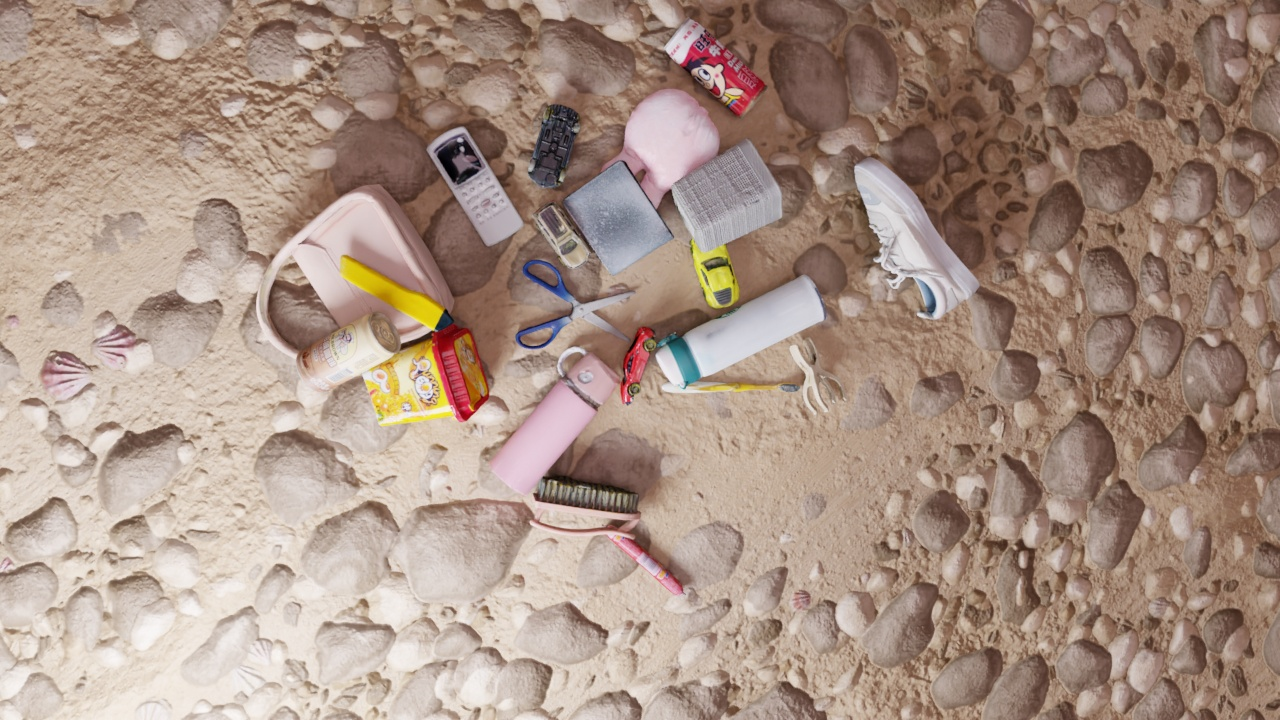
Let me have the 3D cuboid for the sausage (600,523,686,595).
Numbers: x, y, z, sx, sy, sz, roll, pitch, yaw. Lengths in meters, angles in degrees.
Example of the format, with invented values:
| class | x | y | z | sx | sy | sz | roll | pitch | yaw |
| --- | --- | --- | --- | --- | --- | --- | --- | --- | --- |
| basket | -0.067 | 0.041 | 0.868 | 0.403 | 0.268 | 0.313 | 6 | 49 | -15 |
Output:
| class | x | y | z | sx | sy | sz | roll | pitch | yaw |
| --- | --- | --- | --- | --- | --- | --- | --- | --- | --- |
| sausage | 0.005 | 0.271 | 1.251 | 0.156 | 0.020 | 0.020 | 43 | 90 | -9 |

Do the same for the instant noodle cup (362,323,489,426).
| class | x | y | z | sx | sy | sz | roll | pitch | yaw |
| --- | --- | --- | --- | --- | --- | --- | --- | --- | --- |
| instant noodle cup | -0.268 | 0.025 | 1.146 | 0.124 | 0.116 | 0.116 | -15 | 99 | 7 |

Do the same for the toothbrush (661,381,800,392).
| class | x | y | z | sx | sy | sz | roll | pitch | yaw |
| --- | --- | --- | --- | --- | --- | --- | --- | --- | --- |
| toothbrush | 0.123 | 0.037 | 1.236 | 0.191 | 0.018 | 0.016 | 1 | 95 | -8 |

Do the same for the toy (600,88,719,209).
| class | x | y | z | sx | sy | sz | roll | pitch | yaw |
| --- | --- | --- | --- | --- | --- | --- | --- | --- | --- |
| toy | 0.023 | -0.264 | 1.169 | 0.121 | 0.054 | 0.160 | 43 | 102 | -10 |

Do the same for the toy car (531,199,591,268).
| class | x | y | z | sx | sy | sz | roll | pitch | yaw |
| --- | --- | --- | --- | --- | --- | --- | --- | --- | --- |
| toy car | -0.100 | -0.159 | 1.176 | 0.042 | 0.035 | 0.090 | -35 | 102 | -1 |

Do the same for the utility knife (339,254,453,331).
| class | x | y | z | sx | sy | sz | roll | pitch | yaw |
| --- | --- | --- | --- | --- | --- | --- | --- | --- | --- |
| utility knife | -0.290 | -0.080 | 1.088 | 0.154 | 0.015 | 0.033 | 31 | 100 | -3 |

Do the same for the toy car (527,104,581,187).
| class | x | y | z | sx | sy | sz | roll | pitch | yaw |
| --- | --- | --- | --- | --- | --- | --- | --- | --- | --- |
| toy car | -0.110 | -0.270 | 1.162 | 0.049 | 0.031 | 0.105 | 17 | 93 | -8 |

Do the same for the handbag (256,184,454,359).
| class | x | y | z | sx | sy | sz | roll | pitch | yaw |
| --- | --- | --- | --- | --- | --- | --- | --- | --- | --- |
| handbag | -0.369 | -0.087 | 1.137 | 0.234 | 0.093 | 0.193 | -29 | 100 | 6 |

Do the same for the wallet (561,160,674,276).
| class | x | y | z | sx | sy | sz | roll | pitch | yaw |
| --- | --- | --- | --- | --- | --- | --- | --- | --- | --- |
| wallet | -0.029 | -0.182 | 1.173 | 0.097 | 0.019 | 0.121 | -31 | 104 | 15 |

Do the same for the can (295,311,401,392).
| class | x | y | z | sx | sy | sz | roll | pitch | yaw |
| --- | --- | --- | --- | --- | --- | --- | --- | --- | --- |
| can | -0.348 | -0.009 | 1.092 | 0.116 | 0.058 | 0.058 | -26 | 100 | 17 |

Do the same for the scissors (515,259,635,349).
| class | x | y | z | sx | sy | sz | roll | pitch | yaw |
| --- | --- | --- | --- | --- | --- | --- | --- | --- | --- |
| scissors | -0.092 | -0.067 | 1.200 | 0.162 | 0.012 | 0.175 | -40 | 101 | -2 |

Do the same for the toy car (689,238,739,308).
| class | x | y | z | sx | sy | sz | roll | pitch | yaw |
| --- | --- | --- | --- | --- | --- | --- | --- | --- | --- |
| toy car | 0.099 | -0.120 | 1.207 | 0.048 | 0.032 | 0.105 | -18 | 97 | -4 |

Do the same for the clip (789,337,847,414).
| class | x | y | z | sx | sy | sz | roll | pitch | yaw |
| --- | --- | --- | --- | --- | --- | --- | --- | --- | --- |
| clip | 0.227 | 0.029 | 1.230 | 0.104 | 0.035 | 0.083 | 49 | 66 | -10 |

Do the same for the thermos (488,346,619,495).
| class | x | y | z | sx | sy | sz | roll | pitch | yaw |
| --- | --- | --- | --- | --- | --- | --- | --- | --- | --- |
| thermos | -0.116 | 0.073 | 1.192 | 0.087 | 0.067 | 0.198 | 40 | 92 | 18 |

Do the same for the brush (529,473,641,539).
| class | x | y | z | sx | sy | sz | roll | pitch | yaw |
| --- | --- | --- | --- | --- | --- | --- | --- | --- | --- |
| brush | -0.070 | 0.197 | 1.211 | 0.145 | 0.063 | 0.073 | 11 | 89 | -11 |

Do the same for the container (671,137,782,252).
| class | x | y | z | sx | sy | sz | roll | pitch | yaw |
| --- | --- | --- | --- | --- | --- | --- | --- | --- | --- |
| container | 0.107 | -0.203 | 1.159 | 0.114 | 0.090 | 0.090 | -28 | 72 | 0 |

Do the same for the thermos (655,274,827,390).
| class | x | y | z | sx | sy | sz | roll | pitch | yaw |
| --- | --- | --- | --- | --- | --- | --- | --- | --- | --- |
| thermos | 0.128 | -0.037 | 1.204 | 0.224 | 0.073 | 0.073 | -26 | 99 | -3 |

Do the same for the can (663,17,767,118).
| class | x | y | z | sx | sy | sz | roll | pitch | yaw |
| --- | --- | --- | --- | --- | --- | --- | --- | --- | --- |
| can | 0.095 | -0.371 | 1.163 | 0.132 | 0.053 | 0.053 | 39 | 91 | -10 |

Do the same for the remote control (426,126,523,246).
| class | x | y | z | sx | sy | sz | roll | pitch | yaw |
| --- | --- | --- | --- | --- | --- | --- | --- | --- | --- |
| remote control | -0.209 | -0.220 | 1.162 | 0.058 | 0.021 | 0.150 | -32 | 101 | -2 |

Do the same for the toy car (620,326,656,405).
| class | x | y | z | sx | sy | sz | roll | pitch | yaw |
| --- | --- | --- | --- | --- | --- | --- | --- | --- | --- |
| toy car | -0.007 | 0.007 | 1.201 | 0.031 | 0.049 | 0.106 | 17 | 95 | -8 |

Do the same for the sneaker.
| class | x | y | z | sx | sy | sz | roll | pitch | yaw |
| --- | --- | --- | --- | --- | --- | --- | --- | --- | --- |
| sneaker | 0.342 | -0.154 | 1.209 | 0.091 | 0.089 | 0.242 | -41 | 106 | 4 |
